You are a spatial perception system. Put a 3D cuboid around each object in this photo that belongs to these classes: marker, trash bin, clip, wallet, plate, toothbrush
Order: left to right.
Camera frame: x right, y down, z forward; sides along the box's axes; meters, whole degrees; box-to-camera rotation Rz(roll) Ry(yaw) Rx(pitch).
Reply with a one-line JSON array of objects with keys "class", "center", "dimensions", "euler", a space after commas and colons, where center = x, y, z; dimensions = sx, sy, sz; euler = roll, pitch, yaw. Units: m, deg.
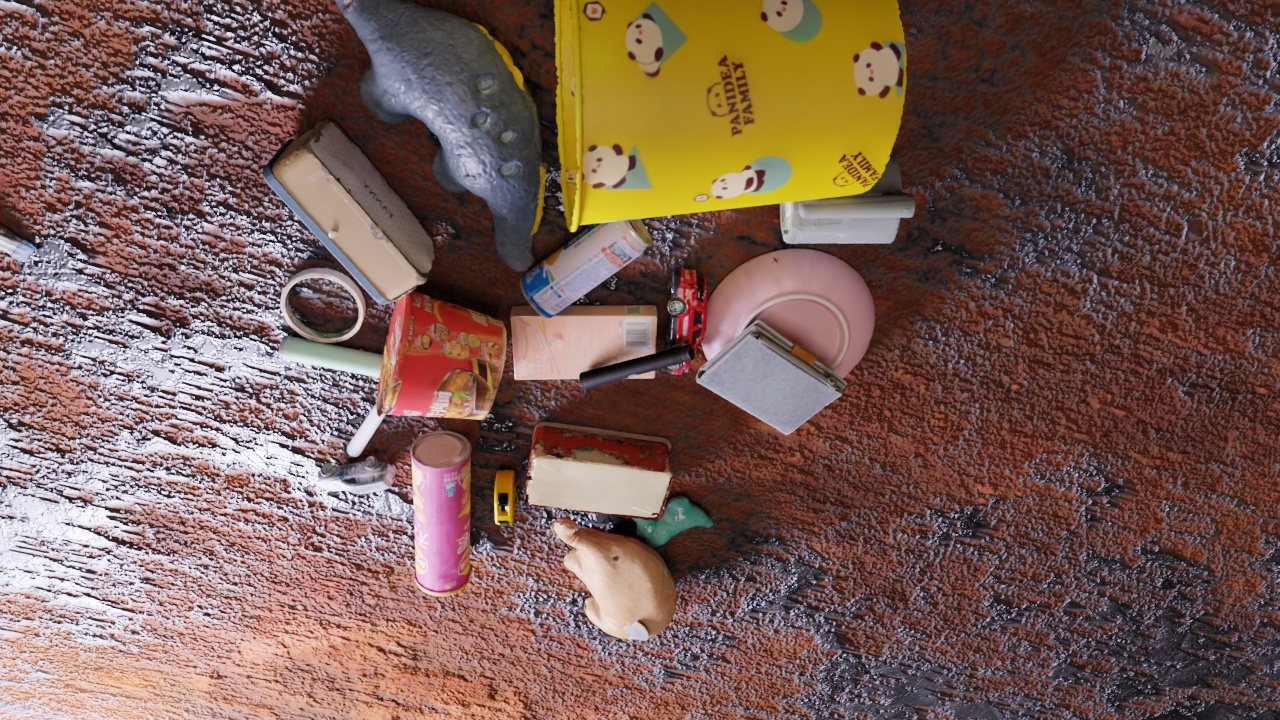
[{"class": "clip", "center": [-0.634, -0.121, 0.912], "dimensions": [0.025, 0.029, 0.057], "euler": [-34, 126, 20]}, {"class": "marker", "center": [-0.305, 0.069, 1.050], "dimensions": [0.018, 0.022, 0.131], "euler": [43, 124, 2]}, {"class": "toothbrush", "center": [-0.282, 0.007, 1.012], "dimensions": [0.224, 0.026, 0.027], "euler": [12, 151, -11]}, {"class": "marker", "center": [-0.006, 0.006, 0.978], "dimensions": [0.132, 0.020, 0.022], "euler": [-16, 101, 23]}, {"class": "trash bin", "center": [0.061, -0.227, 0.761], "dimensions": [0.255, 0.229, 0.230], "euler": [-3, 124, -8]}, {"class": "wallet", "center": [0.142, 0.018, 0.985], "dimensions": [0.129, 0.036, 0.107], "euler": [31, 129, -20]}, {"class": "plate", "center": [0.163, -0.028, 1.000], "dimensions": [0.192, 0.039, 0.193], "euler": [-1, 124, -2]}]

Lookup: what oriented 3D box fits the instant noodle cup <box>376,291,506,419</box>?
[{"class": "instant noodle cup", "center": [-0.205, -0.002, 0.953], "dimensions": [0.108, 0.137, 0.138], "euler": [11, 123, -21]}]

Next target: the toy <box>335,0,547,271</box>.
[{"class": "toy", "center": [-0.165, -0.229, 0.827], "dimensions": [0.138, 0.091, 0.356], "euler": [-9, 128, 37]}]

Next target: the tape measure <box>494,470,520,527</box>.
[{"class": "tape measure", "center": [-0.159, 0.160, 1.103], "dimensions": [0.029, 0.060, 0.057], "euler": [1, 119, -4]}]

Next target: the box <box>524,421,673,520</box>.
[{"class": "box", "center": [-0.049, 0.135, 1.079], "dimensions": [0.168, 0.076, 0.091], "euler": [8, 124, -9]}]

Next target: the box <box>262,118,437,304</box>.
[{"class": "box", "center": [-0.274, -0.145, 0.872], "dimensions": [0.060, 0.089, 0.184], "euler": [-30, 118, 17]}]

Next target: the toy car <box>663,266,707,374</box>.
[{"class": "toy car", "center": [0.048, -0.040, 0.979], "dimensions": [0.045, 0.052, 0.121], "euler": [5, 126, -1]}]

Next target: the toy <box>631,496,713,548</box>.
[{"class": "toy", "center": [0.030, 0.203, 1.159], "dimensions": [0.092, 0.030, 0.096], "euler": [-39, 115, 19]}]

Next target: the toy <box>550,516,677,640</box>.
[{"class": "toy", "center": [-0.031, 0.267, 1.167], "dimensions": [0.143, 0.082, 0.226], "euler": [-10, 124, 17]}]

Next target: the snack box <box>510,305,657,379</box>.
[{"class": "snack box", "center": [-0.061, -0.019, 1.004], "dimensions": [0.157, 0.026, 0.085], "euler": [0, 125, -2]}]

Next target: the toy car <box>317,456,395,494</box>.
[{"class": "toy car", "center": [-0.337, 0.139, 1.087], "dimensions": [0.090, 0.034, 0.043], "euler": [-7, 153, 3]}]

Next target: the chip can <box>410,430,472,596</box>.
[{"class": "chip can", "center": [-0.240, 0.187, 1.109], "dimensions": [0.071, 0.071, 0.211], "euler": [4, 124, -5]}]

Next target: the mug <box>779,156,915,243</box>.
[{"class": "mug", "center": [0.192, -0.150, 0.871], "dimensions": [0.103, 0.123, 0.084], "euler": [-1, 103, 1]}]

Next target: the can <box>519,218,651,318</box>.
[{"class": "can", "center": [-0.056, -0.100, 0.932], "dimensions": [0.135, 0.053, 0.053], "euler": [-33, 119, 19]}]

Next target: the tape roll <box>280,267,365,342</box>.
[{"class": "tape roll", "center": [-0.336, -0.058, 0.972], "dimensions": [0.086, 0.013, 0.086], "euler": [-1, 125, -2]}]
